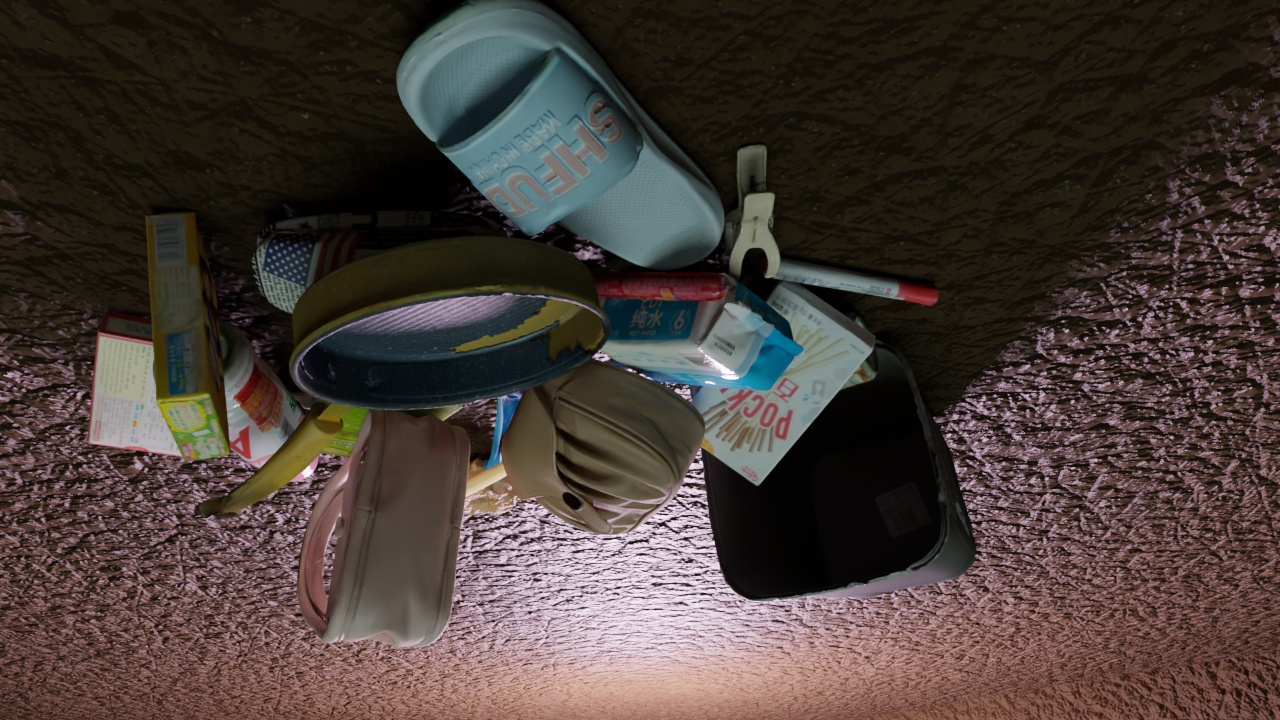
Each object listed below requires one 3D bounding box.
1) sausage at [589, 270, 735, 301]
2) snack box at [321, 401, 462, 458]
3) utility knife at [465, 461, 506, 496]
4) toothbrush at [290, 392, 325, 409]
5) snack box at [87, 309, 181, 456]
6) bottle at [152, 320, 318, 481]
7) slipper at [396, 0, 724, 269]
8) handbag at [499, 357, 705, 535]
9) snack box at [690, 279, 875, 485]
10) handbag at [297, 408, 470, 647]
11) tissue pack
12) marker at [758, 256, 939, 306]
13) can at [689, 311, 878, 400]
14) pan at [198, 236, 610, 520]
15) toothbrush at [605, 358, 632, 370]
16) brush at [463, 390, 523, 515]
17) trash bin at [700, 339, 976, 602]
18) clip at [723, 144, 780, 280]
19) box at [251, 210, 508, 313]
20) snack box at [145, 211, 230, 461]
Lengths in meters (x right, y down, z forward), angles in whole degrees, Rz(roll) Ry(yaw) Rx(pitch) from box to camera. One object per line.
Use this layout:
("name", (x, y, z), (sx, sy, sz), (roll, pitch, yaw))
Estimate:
("sausage", (0.000, -0.051, 0.621), (0.156, 0.020, 0.020), (7, 162, 42))
("snack box", (-0.235, 0.049, 0.823), (0.085, 0.026, 0.157), (21, 142, -35))
("utility knife", (-0.121, 0.098, 0.862), (0.176, 0.019, 0.031), (-31, 150, -12))
("toothbrush", (-0.370, 0.042, 0.807), (0.189, 0.029, 0.020), (-5, 106, 6))
("snack box", (-0.399, 0.024, 0.743), (0.077, 0.027, 0.156), (13, 138, -25))
("bottle", (-0.309, 0.042, 0.729), (0.068, 0.068, 0.197), (-3, 152, 0))
("slipper", (-0.036, -0.106, 0.526), (0.104, 0.074, 0.245), (-22, 146, 31))
("handbag", (-0.040, 0.076, 0.745), (0.148, 0.099, 0.205), (30, 150, -2))
("snack box", (0.101, 0.019, 0.712), (0.084, 0.026, 0.157), (35, 121, 2))
("handbag", (-0.247, 0.156, 0.810), (0.093, 0.193, 0.235), (20, 153, -32))
("tissue pack", (0.035, -0.022, 0.658), (0.140, 0.063, 0.090), (3, 161, 44))
("marker", (0.156, -0.059, 0.679), (0.145, 0.017, 0.017), (8, 148, -17))
("can", (0.116, 0.009, 0.752), (0.148, 0.057, 0.058), (-20, 146, 27))
("pan", (-0.181, 0.026, 0.614), (0.358, 0.078, 0.197), (-22, 159, 27))
("toothbrush", (-0.005, 0.005, 0.772), (0.189, 0.029, 0.021), (-14, 104, 18))
("brush", (-0.142, 0.089, 0.895), (0.083, 0.045, 0.255), (9, 144, -13))
("trash bin", (0.195, 0.120, 0.833), (0.199, 0.198, 0.219), (-19, 152, 26))
("clip", (0.074, -0.082, 0.590), (0.034, 0.076, 0.104), (-3, 161, 1))
("box", (-0.167, -0.058, 0.594), (0.163, 0.076, 0.075), (1, 152, -5))
("snack box", (-0.292, -0.016, 0.594), (0.033, 0.140, 0.087), (-6, 152, -19))
